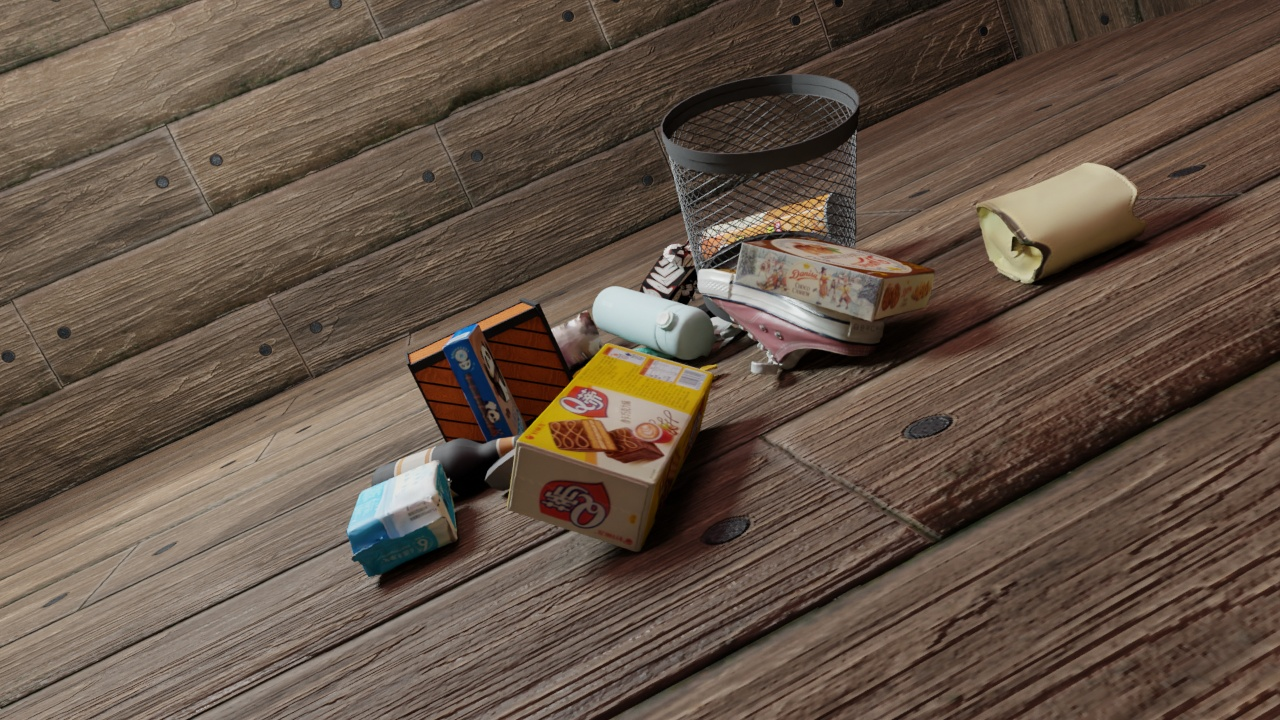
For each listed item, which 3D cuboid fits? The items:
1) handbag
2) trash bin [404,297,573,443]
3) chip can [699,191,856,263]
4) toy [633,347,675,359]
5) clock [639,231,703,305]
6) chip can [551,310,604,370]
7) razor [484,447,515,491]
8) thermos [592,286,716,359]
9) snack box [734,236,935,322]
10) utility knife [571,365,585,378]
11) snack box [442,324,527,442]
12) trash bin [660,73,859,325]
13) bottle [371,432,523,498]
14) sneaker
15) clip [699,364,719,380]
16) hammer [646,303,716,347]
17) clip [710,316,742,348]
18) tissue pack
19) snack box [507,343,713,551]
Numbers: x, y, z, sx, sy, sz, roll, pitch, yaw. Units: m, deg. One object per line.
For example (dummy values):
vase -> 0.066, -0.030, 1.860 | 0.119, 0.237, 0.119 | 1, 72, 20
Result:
handbag -> 0.401, -0.129, 0.884 | 0.119, 0.081, 0.111 | -21, 20, 4
trash bin -> -0.189, 0.022, 1.172 | 0.171, 0.140, 0.140 | -26, 13, -11
chip can -> 0.188, -0.173, 1.280 | 0.216, 0.075, 0.075 | -9, 19, 43
toy -> -0.007, 0.007, 1.164 | 0.085, 0.033, 0.105 | 0, 23, 37
clock -> 0.058, -0.119, 1.357 | 0.155, 0.065, 0.114 | -62, -16, 15
chip can -> -0.166, 0.006, 1.358 | 0.229, 0.080, 0.080 | -26, 13, -8
razor -> -0.085, 0.090, 0.917 | 0.156, 0.057, 0.060 | -19, 45, 16
thermos -> 0.015, -0.049, 1.170 | 0.207, 0.078, 0.065 | 22, 81, 56
snack box -> 0.189, -0.082, 0.883 | 0.147, 0.041, 0.142 | 21, 20, 32
utility knife -> -0.039, 0.031, 1.104 | 0.030, 0.017, 0.179 | -41, 24, -16
snack box -> -0.175, 0.038, 1.053 | 0.034, 0.151, 0.087 | -22, 12, 3
trash bin -> 0.150, -0.184, 1.077 | 0.218, 0.228, 0.217 | -9, 35, 6
bottle -> -0.197, 0.115, 0.986 | 0.182, 0.059, 0.059 | -20, 13, 14
sneaker -> 0.144, -0.037, 0.941 | 0.118, 0.088, 0.241 | -4, 20, -35
clip -> 0.061, 0.015, 1.006 | 0.049, 0.045, 0.054 | -53, 19, -13
hammer -> 0.149, -0.096, 1.291 | 0.327, 0.039, 0.131 | -28, 14, -19
clip -> 0.103, -0.049, 1.172 | 0.058, 0.050, 0.101 | 1, 23, 34
tissue pack -> -0.225, 0.151, 0.886 | 0.093, 0.062, 0.144 | -23, 15, -6
snack box -> -0.017, 0.061, 0.764 | 0.110, 0.062, 0.229 | 16, 23, 10
